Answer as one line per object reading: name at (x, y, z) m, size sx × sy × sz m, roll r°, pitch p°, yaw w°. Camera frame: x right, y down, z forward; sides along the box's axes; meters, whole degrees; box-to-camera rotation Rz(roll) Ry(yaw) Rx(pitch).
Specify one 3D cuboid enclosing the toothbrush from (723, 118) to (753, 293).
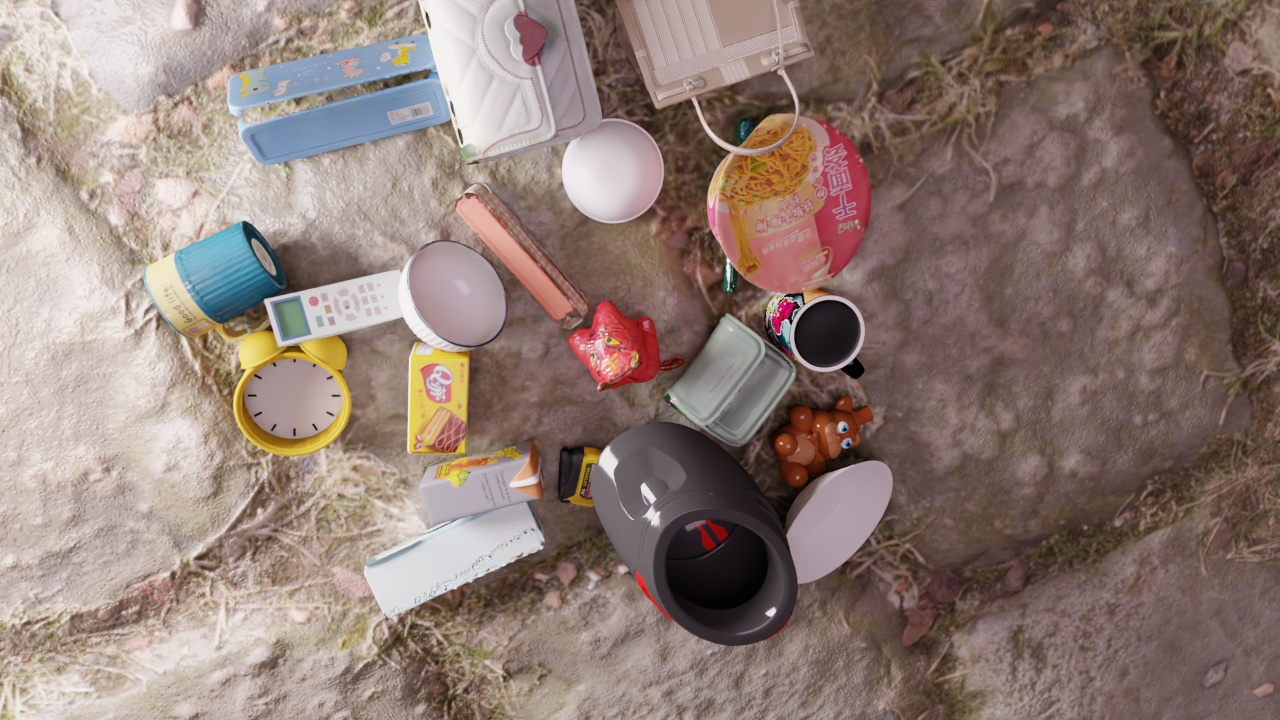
toothbrush at (0.107, -0.168, 1.006) m, size 0.016 × 0.017 × 0.190 m, roll 1°, pitch 102°, yaw -12°

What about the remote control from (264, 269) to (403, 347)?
remote control at (-0.308, -0.054, 0.947) m, size 0.143 × 0.024 × 0.049 m, roll -17°, pitch 89°, yaw -25°

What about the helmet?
helmet at (0.054, 0.174, 0.996) m, size 0.164 × 0.170 × 0.265 m, roll -39°, pitch 112°, yaw 3°

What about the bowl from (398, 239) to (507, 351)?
bowl at (-0.204, -0.059, 0.953) m, size 0.062 × 0.117 × 0.118 m, roll -26°, pitch 110°, yaw 42°

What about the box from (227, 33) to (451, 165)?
box at (-0.298, -0.261, 0.923) m, size 0.209 × 0.077 × 0.074 m, roll -14°, pitch 148°, yaw -6°

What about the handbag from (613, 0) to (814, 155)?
handbag at (0.089, -0.290, 0.910) m, size 0.175 × 0.062 × 0.197 m, roll -19°, pitch 74°, yaw -3°

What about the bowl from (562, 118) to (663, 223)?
bowl at (-0.027, -0.199, 0.968) m, size 0.110 × 0.040 × 0.110 m, roll -2°, pitch 103°, yaw -8°

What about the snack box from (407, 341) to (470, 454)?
snack box at (-0.213, 0.039, 0.974) m, size 0.061 × 0.083 × 0.106 m, roll 2°, pitch 101°, yaw -10°

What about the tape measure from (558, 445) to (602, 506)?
tape measure at (-0.061, 0.130, 1.039) m, size 0.064 × 0.037 × 0.066 m, roll 2°, pitch 104°, yaw -8°

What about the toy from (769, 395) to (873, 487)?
toy at (0.212, 0.089, 1.056) m, size 0.127 × 0.065 × 0.095 m, roll -22°, pitch 114°, yaw -8°

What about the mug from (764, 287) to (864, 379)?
mug at (0.201, -0.026, 1.009) m, size 0.082 × 0.098 × 0.118 m, roll -44°, pitch 105°, yaw 3°

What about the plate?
plate at (0.216, 0.178, 1.065) m, size 0.173 × 0.036 × 0.174 m, roll -22°, pitch 132°, yaw -27°

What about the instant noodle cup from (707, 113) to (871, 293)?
instant noodle cup at (0.147, -0.165, 0.970) m, size 0.178 × 0.078 × 0.179 m, roll -5°, pitch 105°, yaw -18°

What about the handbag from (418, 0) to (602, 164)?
handbag at (-0.130, -0.303, 0.889) m, size 0.141 × 0.096 × 0.198 m, roll -20°, pitch 103°, yaw -18°

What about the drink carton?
drink carton at (-0.171, 0.133, 1.008) m, size 0.125 × 0.076 × 0.048 m, roll -14°, pitch 104°, yaw 0°

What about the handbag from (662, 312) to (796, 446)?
handbag at (0.101, 0.025, 1.023) m, size 0.106 × 0.067 × 0.122 m, roll 35°, pitch 96°, yaw -12°

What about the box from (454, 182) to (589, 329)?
box at (-0.125, -0.111, 0.984) m, size 0.058 × 0.062 × 0.188 m, roll -31°, pitch 109°, yaw 26°

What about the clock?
clock at (-0.364, 0.027, 0.963) m, size 0.113 × 0.052 × 0.152 m, roll 1°, pitch 107°, yaw -19°

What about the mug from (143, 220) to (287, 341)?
mug at (-0.418, -0.072, 0.930) m, size 0.107 × 0.083 × 0.114 m, roll -29°, pitch 133°, yaw -4°

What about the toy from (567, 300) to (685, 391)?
toy at (-0.006, 0.006, 0.989) m, size 0.132 × 0.094 × 0.088 m, roll 18°, pitch 117°, yaw -40°

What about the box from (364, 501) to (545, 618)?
box at (-0.210, 0.213, 1.038) m, size 0.199 × 0.066 × 0.083 m, roll -24°, pitch 80°, yaw -2°
